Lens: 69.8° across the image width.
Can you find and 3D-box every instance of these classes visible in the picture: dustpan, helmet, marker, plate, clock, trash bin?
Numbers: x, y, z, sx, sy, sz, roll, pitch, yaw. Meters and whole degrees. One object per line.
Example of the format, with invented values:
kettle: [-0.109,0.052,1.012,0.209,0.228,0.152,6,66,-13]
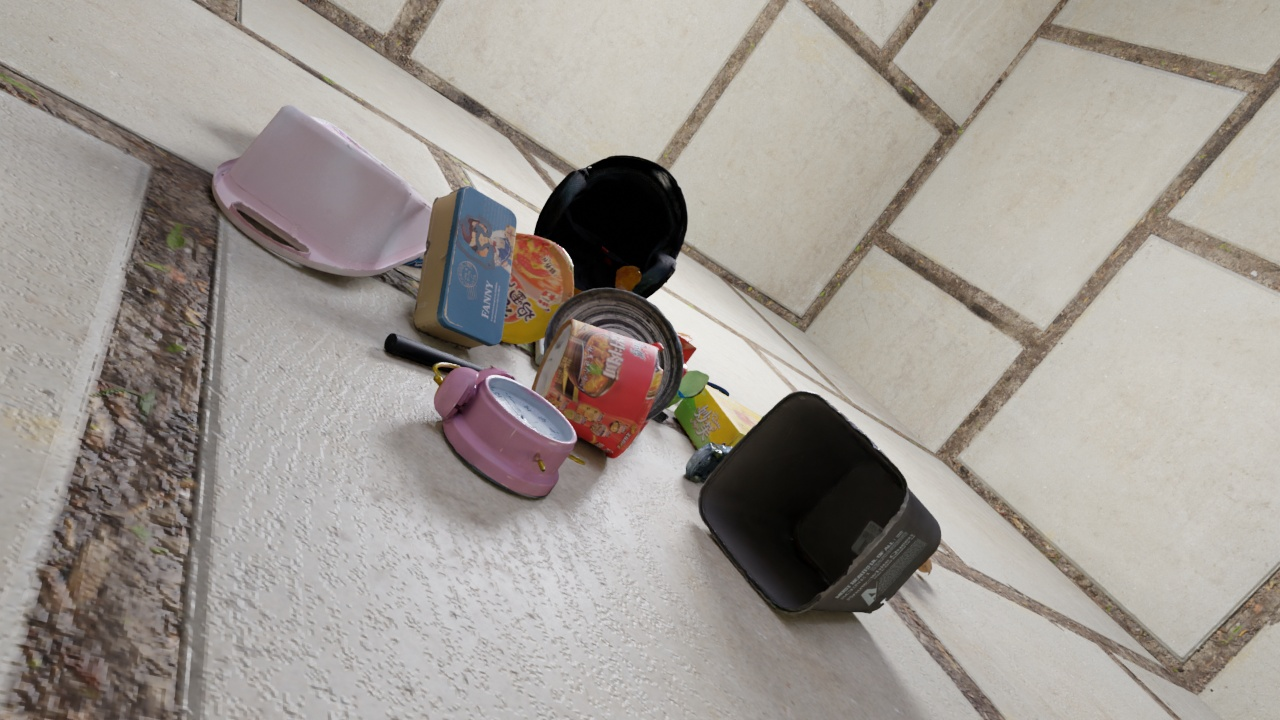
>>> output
dustpan: [-0.349,-0.173,1.039,0.222,0.139,0.273,34,-2,3]
helmet: [-0.056,-0.202,1.516,0.233,0.274,0.230,45,-16,-9]
marker: [-0.200,0.002,0.926,0.132,0.020,0.022,25,46,-47]
plate: [-0.033,-0.004,1.120,0.179,0.179,0.024,36,-26,-4]
clock: [-0.128,0.053,0.836,0.158,0.060,0.117,38,12,16]
trash bin: [0.222,0.182,1.053,0.219,0.199,0.198,33,13,-49]

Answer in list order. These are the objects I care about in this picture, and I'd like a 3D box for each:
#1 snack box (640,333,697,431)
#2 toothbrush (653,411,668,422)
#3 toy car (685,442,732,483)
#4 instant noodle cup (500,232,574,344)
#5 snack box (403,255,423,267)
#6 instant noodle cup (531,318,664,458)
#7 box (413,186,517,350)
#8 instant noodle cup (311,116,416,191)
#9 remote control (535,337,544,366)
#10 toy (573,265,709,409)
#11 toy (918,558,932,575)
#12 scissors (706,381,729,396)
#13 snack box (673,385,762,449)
snack box: [-0.007,0.007,1.185,0.113,0.127,0.044,35,12,-5]
toothbrush: [-0.042,0.037,1.259,0.189,0.017,0.014,30,10,-14]
toy car: [0.099,0.133,1.182,0.120,0.054,0.037,18,26,-53]
instant noodle cup: [-0.157,-0.097,1.167,0.138,0.138,0.110,34,5,-13]
snack box: [-0.273,-0.156,1.222,0.058,0.057,0.207,43,13,18]
instant noodle cup: [-0.053,0.026,1.006,0.108,0.138,0.137,24,15,-15]
box: [-0.193,-0.095,1.013,0.089,0.059,0.184,23,62,-46]
instant noodle cup: [-0.402,-0.257,1.231,0.173,0.060,0.138,37,12,5]
remote control: [-0.112,-0.014,1.209,0.056,0.020,0.136,29,16,-16]
toy: [-0.011,-0.027,1.341,0.226,0.090,0.246,-16,62,-36]
toy: [0.388,0.267,1.447,0.226,0.083,0.143,31,18,-38]
scissors: [0.065,0.037,1.430,0.176,0.012,0.162,13,-23,32]
snack box: [0.167,0.130,1.342,0.210,0.070,0.157,29,14,-30]
